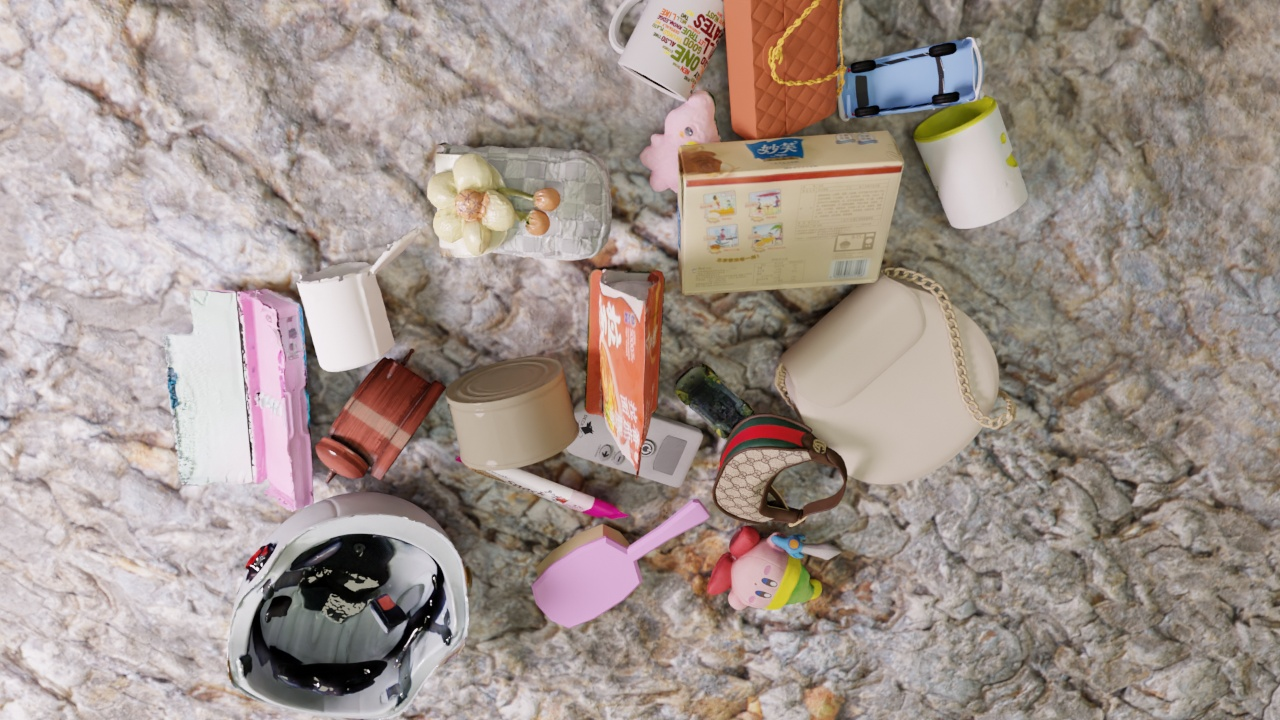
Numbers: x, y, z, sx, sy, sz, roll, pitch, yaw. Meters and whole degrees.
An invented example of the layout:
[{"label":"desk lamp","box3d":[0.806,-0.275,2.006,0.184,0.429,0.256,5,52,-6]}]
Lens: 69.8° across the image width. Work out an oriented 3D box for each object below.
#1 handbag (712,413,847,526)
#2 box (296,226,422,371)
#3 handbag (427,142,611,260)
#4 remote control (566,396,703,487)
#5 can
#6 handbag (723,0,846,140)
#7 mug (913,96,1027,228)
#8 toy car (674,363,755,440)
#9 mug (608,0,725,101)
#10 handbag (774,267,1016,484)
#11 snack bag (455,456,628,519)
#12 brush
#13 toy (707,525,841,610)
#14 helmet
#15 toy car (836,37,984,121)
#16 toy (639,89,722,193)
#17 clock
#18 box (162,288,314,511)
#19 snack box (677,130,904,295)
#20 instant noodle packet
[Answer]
[{"label":"handbag","box3d":[0.154,0.133,1.013,0.138,0.063,0.167,19,138,2]},{"label":"box","box3d":[-0.269,-0.062,0.921,0.144,0.083,0.137,-6,111,16]},{"label":"handbag","box3d":[-0.113,-0.150,0.883,0.171,0.123,0.112,2,104,0]},{"label":"remote control","box3d":[-0.010,0.091,1.038,0.151,0.019,0.074,19,108,-12]},{"label":"can","box3d":[-0.134,0.053,0.956,0.128,0.127,0.073,-12,109,-1]},{"label":"handbag","box3d":[0.141,-0.296,0.846,0.108,0.060,0.172,-26,135,-16]},{"label":"mug","box3d":[0.333,-0.198,0.925,0.082,0.082,0.106,-28,112,6]},{"label":"toy car","box3d":[0.083,0.045,1.021,0.048,0.033,0.105,-42,112,13]},{"label":"mug","box3d":[0.021,-0.308,0.864,0.105,0.073,0.090,33,101,19]},{"label":"handbag","box3d":[0.273,0.026,0.994,0.211,0.103,0.208,-43,104,9]},{"label":"snack bag","box3d":[-0.112,0.143,1.028,0.196,0.070,0.016,23,71,-13]},{"label":"brush","box3d":[-0.021,0.225,1.075,0.229,0.043,0.089,-34,110,8]},{"label":"toy","box3d":[0.163,0.249,1.092,0.131,0.096,0.124,28,100,5]},{"label":"helmet","box3d":[-0.311,0.244,0.993,0.236,0.163,0.264,21,106,-27]},{"label":"toy car","box3d":[0.257,-0.265,0.871,0.054,0.154,0.056,-18,105,-40]},{"label":"toy","box3d":[0.047,-0.208,0.913,0.093,0.050,0.102,-23,110,2]},{"label":"clock","box3d":[-0.274,0.068,0.955,0.072,0.120,0.158,36,96,-8]},{"label":"box","box3d":[-0.413,0.037,0.967,0.159,0.066,0.231,9,111,13]},{"label":"snack box","box3d":[0.139,-0.143,0.908,0.207,0.055,0.153,-4,138,-1]},{"label":"instant noodle packet","box3d":[-0.005,0.005,0.891,0.084,0.221,0.164,2,103,-7]}]
